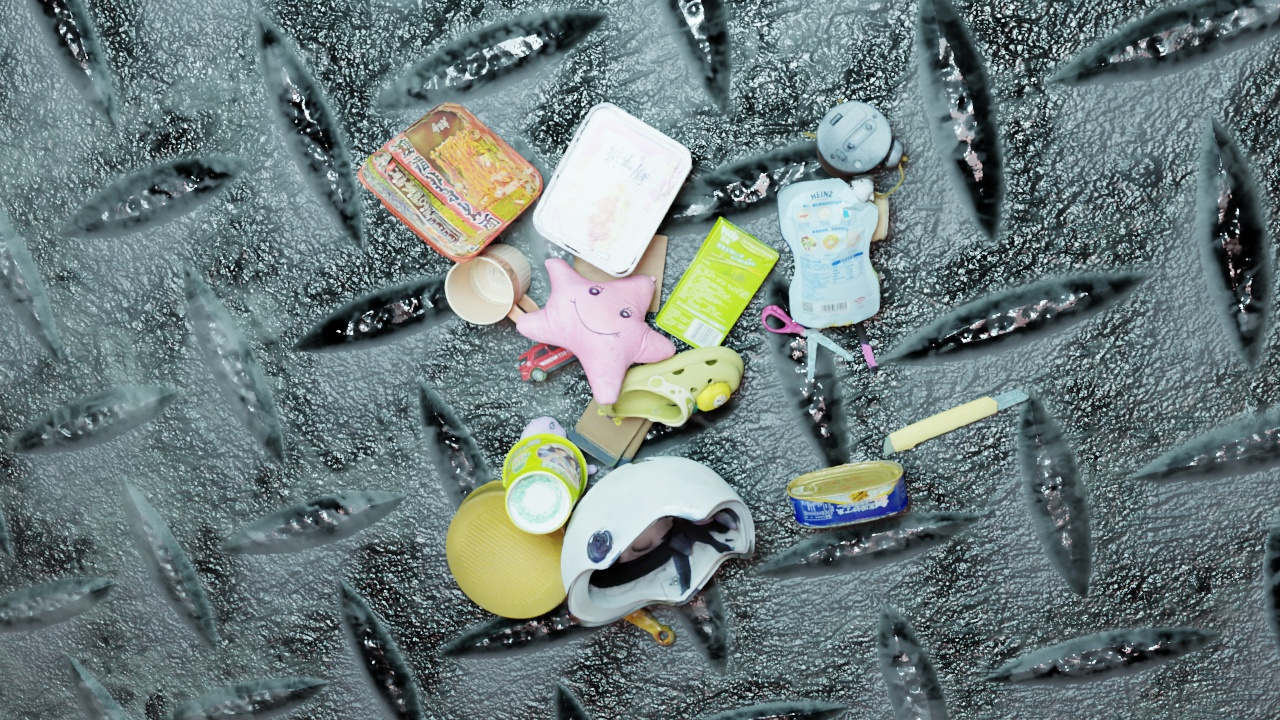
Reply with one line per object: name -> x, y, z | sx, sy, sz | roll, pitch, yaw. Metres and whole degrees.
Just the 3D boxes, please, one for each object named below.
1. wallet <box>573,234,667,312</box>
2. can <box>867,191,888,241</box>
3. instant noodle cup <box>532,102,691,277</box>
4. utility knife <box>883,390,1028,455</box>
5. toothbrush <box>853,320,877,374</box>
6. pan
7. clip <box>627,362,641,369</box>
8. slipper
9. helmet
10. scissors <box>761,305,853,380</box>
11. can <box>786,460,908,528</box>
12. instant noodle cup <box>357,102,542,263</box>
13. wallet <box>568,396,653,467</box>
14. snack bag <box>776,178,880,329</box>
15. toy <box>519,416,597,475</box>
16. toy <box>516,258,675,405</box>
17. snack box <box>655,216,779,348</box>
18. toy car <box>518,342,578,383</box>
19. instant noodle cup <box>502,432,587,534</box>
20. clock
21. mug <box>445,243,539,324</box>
wallet -> -0.028, -0.115, 1.156 | 0.115, 0.020, 0.101 | 8, 107, 2
can -> 0.230, -0.170, 1.082 | 0.116, 0.058, 0.058 | 1, 107, 8
instant noodle cup -> -0.033, -0.202, 1.097 | 0.138, 0.060, 0.173 | 30, 98, -2
utility knife -> 0.394, 0.077, 1.158 | 0.188, 0.020, 0.031 | -22, 107, 20
toothbrush -> 0.262, -0.066, 1.133 | 0.014, 0.017, 0.189 | -19, 105, 12
pan -> -0.106, 0.305, 1.285 | 0.357, 0.078, 0.198 | 35, 110, 3
clip -> -0.008, 0.009, 1.178 | 0.027, 0.045, 0.058 | 4, 83, -3
slipper -> 0.042, 0.046, 1.137 | 0.190, 0.081, 0.092 | -12, 146, -8
helmet -> 0.004, 0.214, 1.170 | 0.259, 0.145, 0.229 | -36, 143, 15
scissors -> 0.209, -0.036, 1.151 | 0.131, 0.017, 0.133 | 3, 111, 5
can -> 0.266, 0.172, 1.177 | 0.148, 0.074, 0.049 | -13, 109, 12
instant noodle cup -> -0.226, -0.205, 1.094 | 0.164, 0.188, 0.079 | 42, 143, -5
wallet -> -0.030, 0.078, 1.211 | 0.090, 0.033, 0.115 | 31, 105, -2
snack bag -> 0.220, -0.124, 1.059 | 0.110, 0.038, 0.191 | -3, 129, 14
toy -> -0.120, 0.126, 1.229 | 0.083, 0.039, 0.108 | -34, 103, -13
toy -> -0.049, -0.055, 1.111 | 0.194, 0.178, 0.075 | 42, 152, 10
snack box -> 0.094, -0.090, 1.139 | 0.086, 0.026, 0.157 | 29, 109, -9
toy car -> -0.103, -0.011, 1.180 | 0.121, 0.052, 0.045 | -24, 101, 15
instant noodle cup -> -0.124, 0.160, 1.151 | 0.111, 0.123, 0.112 | 0, 100, -1
clock -> 0.249, -0.239, 1.046 | 0.082, 0.055, 0.122 | -43, 84, 2
mug -> -0.173, -0.088, 1.137 | 0.114, 0.105, 0.082 | 39, 108, -5
